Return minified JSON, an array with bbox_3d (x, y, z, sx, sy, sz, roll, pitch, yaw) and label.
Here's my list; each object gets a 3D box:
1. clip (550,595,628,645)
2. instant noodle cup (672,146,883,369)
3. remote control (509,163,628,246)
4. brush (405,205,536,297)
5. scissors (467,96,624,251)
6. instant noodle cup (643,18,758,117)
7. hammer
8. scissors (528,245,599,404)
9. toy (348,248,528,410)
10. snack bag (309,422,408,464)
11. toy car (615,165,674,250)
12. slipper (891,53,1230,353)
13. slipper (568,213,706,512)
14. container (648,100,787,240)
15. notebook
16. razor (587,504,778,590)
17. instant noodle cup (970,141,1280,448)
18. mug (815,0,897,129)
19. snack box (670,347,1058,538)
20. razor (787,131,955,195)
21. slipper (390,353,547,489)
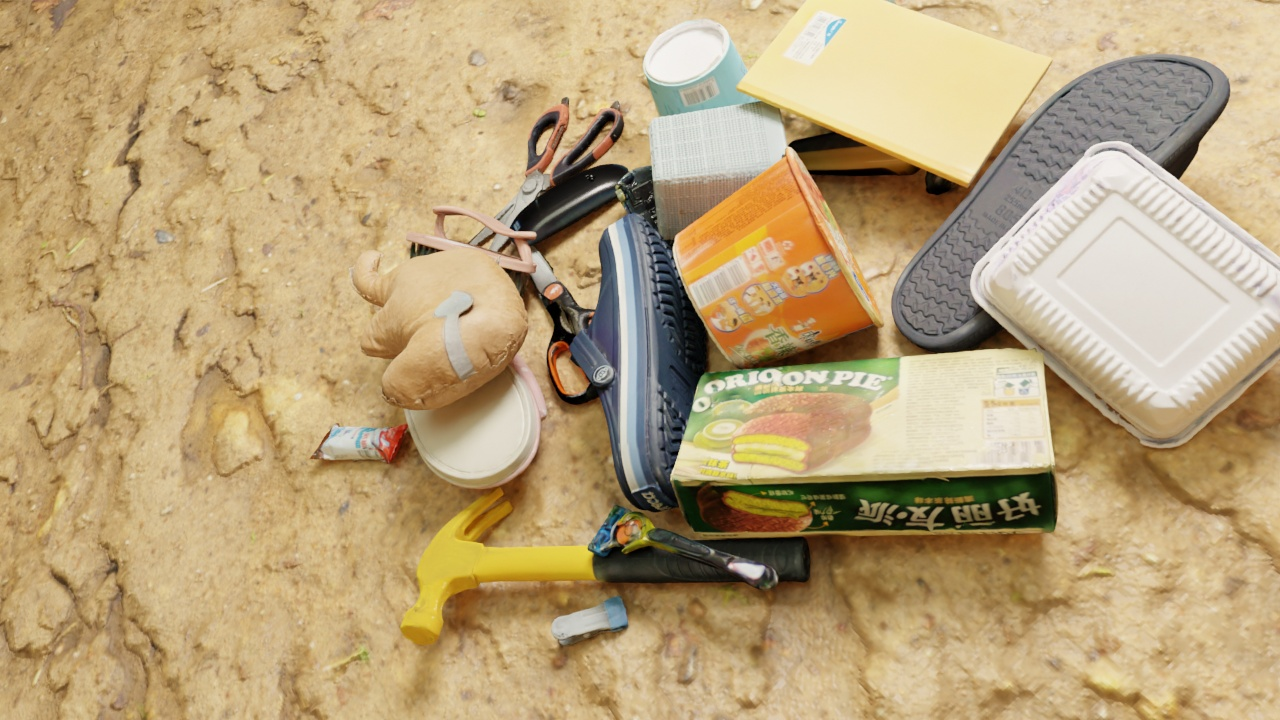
[{"bbox_3d":[-0.036,0.194,0.676,0.057,0.028,0.024,-21,55,1],"label":"clip"},{"bbox_3d":[0.101,-0.068,0.700,0.112,0.151,0.151,-28,52,17],"label":"instant noodle cup"},{"bbox_3d":[-0.071,-0.157,0.899,0.136,0.024,0.053,-32,48,-4],"label":"remote control"},{"bbox_3d":[-0.156,-0.105,0.876,0.146,0.063,0.073,18,98,37],"label":"brush"},{"bbox_3d":[-0.106,-0.196,0.955,0.197,0.015,0.213,-17,55,14],"label":"scissors"},{"bbox_3d":[0.058,-0.240,0.837,0.111,0.120,0.111,-12,56,18],"label":"instant noodle cup"},{"bbox_3d":[-0.028,0.148,0.676,0.301,0.033,0.128,-5,43,18],"label":"hammer"},{"bbox_3d":[-0.087,-0.045,0.845,0.235,0.022,0.125,34,78,36],"label":"scissors"},{"bbox_3d":[-0.177,-0.046,0.786,0.143,0.082,0.226,-28,39,-14],"label":"toy"},{"bbox_3d":[-0.258,0.075,0.847,0.104,0.026,0.048,2,49,26],"label":"snack bag"},{"bbox_3d":[0.013,-0.136,0.849,0.049,0.031,0.105,-26,59,3],"label":"toy car"},{"bbox_3d":[0.303,-0.105,0.673,0.268,0.083,0.110,-47,44,15],"label":"slipper"},{"bbox_3d":[-0.004,0.004,0.728,0.095,0.105,0.252,-17,57,21],"label":"slipper"},{"bbox_3d":[0.066,-0.160,0.785,0.111,0.090,0.090,-5,56,2],"label":"container"},{"bbox_3d":[0.202,-0.230,0.740,0.206,0.010,0.145,29,70,21],"label":"notebook"},{"bbox_3d":[0.028,0.130,0.630,0.143,0.022,0.042,12,51,32],"label":"razor"},{"bbox_3d":[0.311,-0.042,0.575,0.173,0.060,0.138,47,109,18],"label":"instant noodle cup"},{"bbox_3d":[0.179,-0.269,0.829,0.112,0.082,0.106,-12,55,38],"label":"mug"},{"bbox_3d":[0.149,0.057,0.623,0.240,0.063,0.114,-6,38,22],"label":"snack box"},{"bbox_3d":[0.198,-0.172,0.779,0.168,0.062,0.067,4,93,33],"label":"razor"},{"bbox_3d":[-0.159,0.022,0.815,0.114,0.054,0.274,-38,45,-4],"label":"slipper"}]
